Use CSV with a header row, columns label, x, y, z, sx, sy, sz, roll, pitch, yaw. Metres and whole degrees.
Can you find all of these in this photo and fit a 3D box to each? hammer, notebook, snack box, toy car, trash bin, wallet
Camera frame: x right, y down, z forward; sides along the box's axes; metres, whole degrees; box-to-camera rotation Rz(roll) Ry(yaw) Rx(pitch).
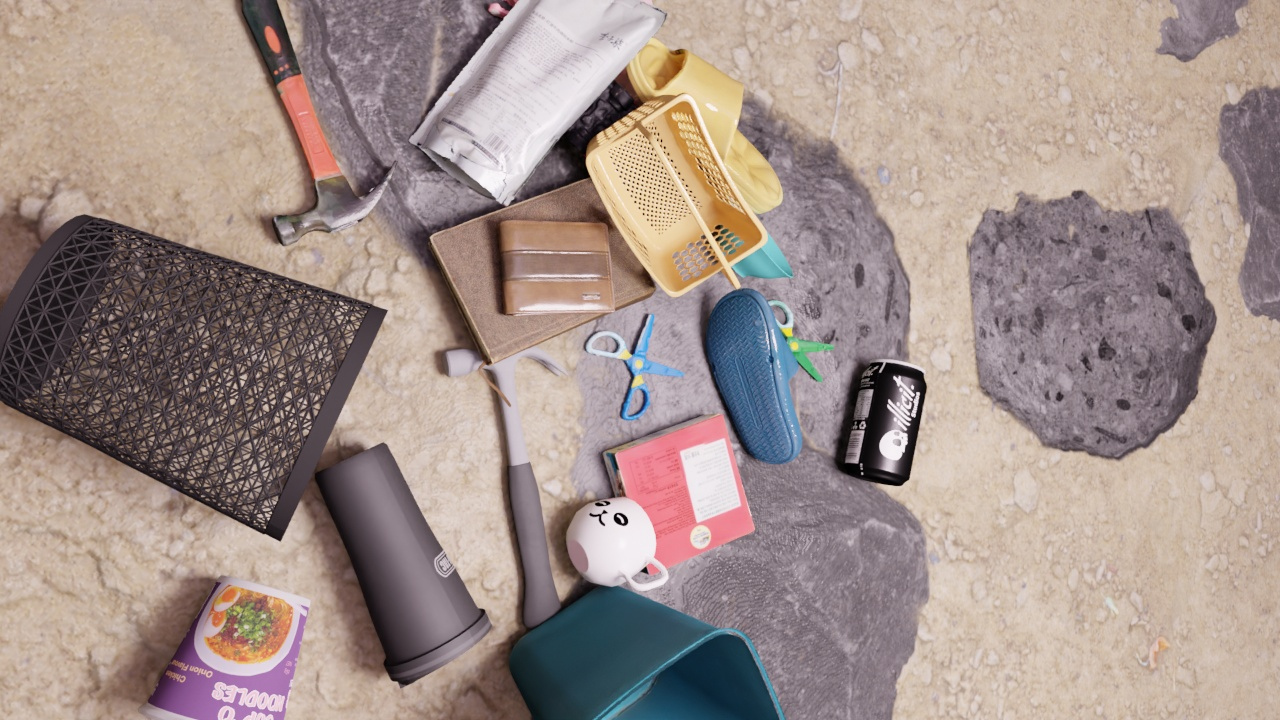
label,x,y,z,sx,sy,sz,roll,pitch,yaw
hammer,-0.121,0.131,0.969,0.124,0.030,0.311,-10,92,-25
hammer,-0.346,-0.287,0.888,0.132,0.033,0.333,-23,96,-23
notebook,-0.093,-0.079,0.970,0.215,0.035,0.190,-24,87,-27
snack box,0.045,0.149,1.038,0.142,0.040,0.145,-18,95,-25
toy car,-0.011,-0.233,1.018,0.082,0.056,0.189,-44,114,10
trash bin,-0.372,0.005,0.768,0.243,0.217,0.216,25,76,-15
trash bin,-0.005,0.339,0.892,0.196,0.219,0.199,-29,109,-23
wallet,-0.086,-0.095,0.944,0.121,0.027,0.098,-2,80,-26

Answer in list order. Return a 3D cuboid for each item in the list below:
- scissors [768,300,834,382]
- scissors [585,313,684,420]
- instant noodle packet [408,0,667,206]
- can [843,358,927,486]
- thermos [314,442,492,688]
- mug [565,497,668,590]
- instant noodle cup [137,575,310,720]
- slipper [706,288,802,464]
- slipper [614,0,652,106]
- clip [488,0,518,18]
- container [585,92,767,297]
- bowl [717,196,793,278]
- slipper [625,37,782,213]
label,x,y,z,sx,sy,sz,roll,pitch,yaw
scissors,0.188,-0.026,1.133,0.129,0.012,0.116,-1,87,-24
scissors,-0.008,0.005,1.040,0.129,0.013,0.125,23,79,-25
instant noodle packet,-0.108,-0.295,0.958,0.147,0.057,0.269,35,80,12
can,0.306,0.078,1.143,0.080,0.080,0.146,18,79,-23
thermos,-0.231,0.191,0.877,0.105,0.106,0.218,-26,93,-24
mug,-0.025,0.200,0.960,0.076,0.124,0.090,-19,129,-36
instant noodle cup,-0.352,0.259,0.804,0.122,0.137,0.121,20,69,-14
slipper,0.137,0.019,1.066,0.059,0.104,0.214,-28,107,-46
slipper,-0.029,-0.393,1.029,0.106,0.056,0.221,-11,93,-27
clip,-0.136,-0.383,0.998,0.058,0.023,0.050,3,87,-20
container,0.035,-0.164,0.937,0.129,0.167,0.183,-32,118,3
bowl,0.124,-0.132,1.076,0.046,0.121,0.121,-37,106,18
slipper,0.090,-0.274,1.035,0.263,0.079,0.099,42,38,-30
